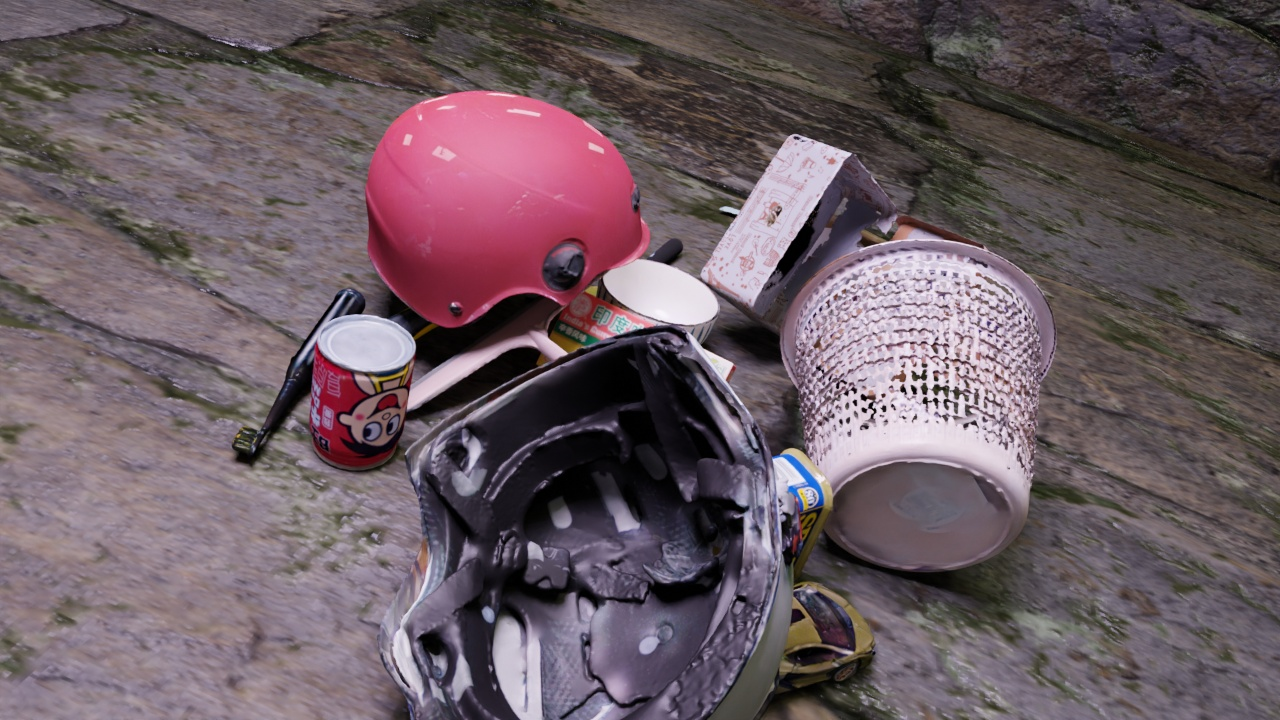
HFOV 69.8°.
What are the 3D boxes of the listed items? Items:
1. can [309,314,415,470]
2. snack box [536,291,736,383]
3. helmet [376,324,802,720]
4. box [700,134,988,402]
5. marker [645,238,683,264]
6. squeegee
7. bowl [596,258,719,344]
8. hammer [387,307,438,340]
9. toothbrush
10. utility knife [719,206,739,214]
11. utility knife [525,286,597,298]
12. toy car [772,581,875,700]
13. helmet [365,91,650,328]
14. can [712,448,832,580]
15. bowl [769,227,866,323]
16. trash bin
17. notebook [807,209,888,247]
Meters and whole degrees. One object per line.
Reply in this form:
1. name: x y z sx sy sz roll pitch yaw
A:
1. can: -0.198 0.024 0.648 0.066 0.094 0.066 13 33 -9
2. snack box: -0.005 0.005 0.788 0.156 0.077 0.027 26 -2 13
3. helmet: -0.013 0.123 0.518 0.230 0.157 0.273 -27 45 9
4. box: 0.199 -0.082 0.878 0.156 0.183 0.193 29 5 -46
5. marker: 0.015 -0.106 1.014 0.022 0.020 0.131 40 36 3
6. squeegee: -0.025 0.040 0.716 0.247 0.040 0.249 -38 74 -23
7. bowl: 0.010 -0.040 0.870 0.116 0.066 0.116 13 32 -9
8. hammer: -0.127 -0.083 0.846 0.032 0.126 0.322 51 45 0
9. toothbrush: -0.260 0.005 0.709 0.027 0.026 0.212 26 32 -11
10. utility knife: 0.201 -0.170 1.203 0.204 0.018 0.034 17 33 1
11. utility knife: -0.018 -0.067 0.940 0.206 0.021 0.031 -1 40 -17
12. toy car: 0.091 0.182 0.605 0.157 0.042 0.070 -3 39 -33
13. helmet: -0.110 -0.146 0.753 0.239 0.144 0.207 -15 41 -15
14. can: 0.074 0.117 0.636 0.083 0.102 0.057 -10 42 -32
15. bowl: 0.197 -0.080 1.009 0.118 0.118 0.064 28 -4 15
16. trash bin: 0.219 0.049 0.729 0.227 0.228 0.191 17 45 -2
17. notebook: 0.262 -0.123 1.068 0.149 0.012 0.211 30 2 15
